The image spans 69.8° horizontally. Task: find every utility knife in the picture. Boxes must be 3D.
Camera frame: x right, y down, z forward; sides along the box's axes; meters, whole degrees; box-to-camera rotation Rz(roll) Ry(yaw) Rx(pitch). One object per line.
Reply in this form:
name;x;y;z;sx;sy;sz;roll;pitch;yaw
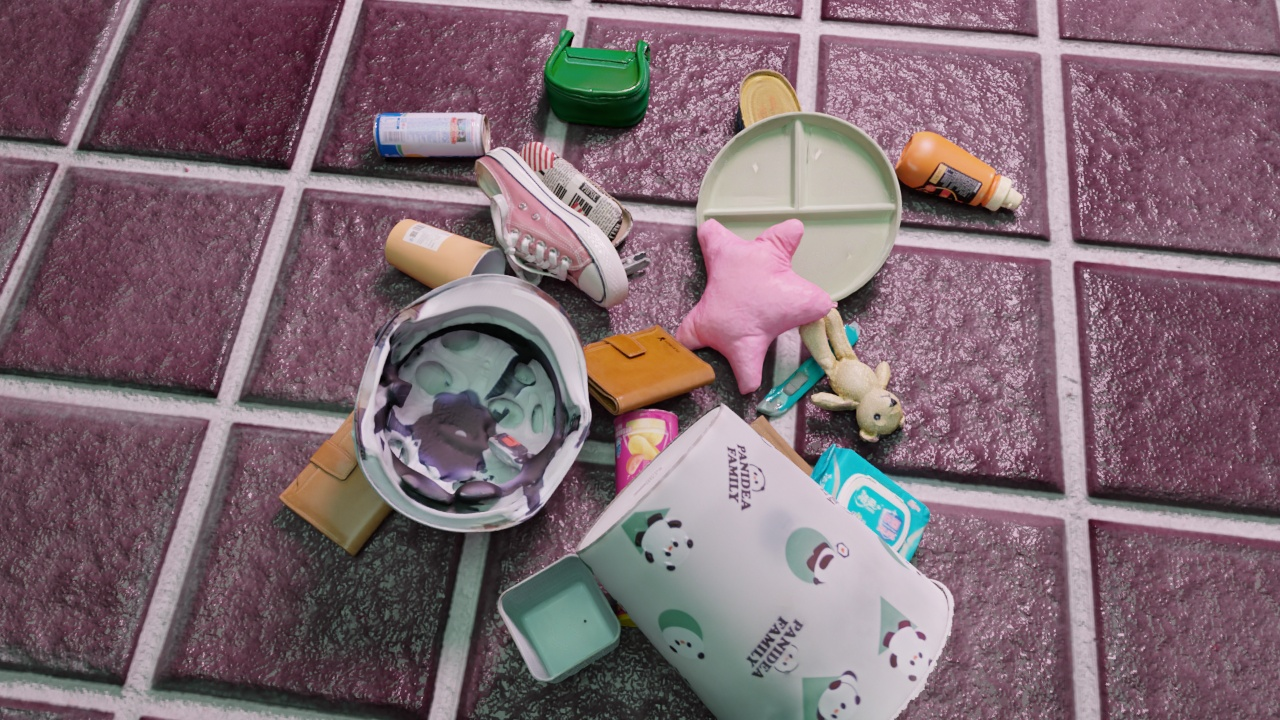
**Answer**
utility knife;0.190;0.009;1.021;0.157;0.013;0.029;-42;80;-15

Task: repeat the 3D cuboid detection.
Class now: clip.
clip;-0.017;-0.110;1.071;0.058;0.026;0.038;-23;61;-8

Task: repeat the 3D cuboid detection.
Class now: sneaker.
sneaker;-0.116;-0.139;1.037;0.087;0.118;0.241;-38;77;-27

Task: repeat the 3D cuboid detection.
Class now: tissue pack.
tissue pack;0.217;0.154;0.917;0.133;0.050;0.093;35;69;-12

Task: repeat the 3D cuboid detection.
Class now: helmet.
helmet;-0.175;0.052;0.933;0.229;0.146;0.258;23;65;-16

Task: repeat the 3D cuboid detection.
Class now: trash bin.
trash bin;0.096;0.188;0.797;0.252;0.230;0.229;46;74;0

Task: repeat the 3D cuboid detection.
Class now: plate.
plate;0.180;-0.170;1.053;0.230;0.027;0.230;-1;86;13

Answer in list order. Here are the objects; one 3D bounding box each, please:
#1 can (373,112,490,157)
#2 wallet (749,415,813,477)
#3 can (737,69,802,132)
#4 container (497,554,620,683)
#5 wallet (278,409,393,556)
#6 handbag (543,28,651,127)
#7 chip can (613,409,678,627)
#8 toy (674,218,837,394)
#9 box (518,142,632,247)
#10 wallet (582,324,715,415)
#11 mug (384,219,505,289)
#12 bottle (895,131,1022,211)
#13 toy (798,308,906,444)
can;-0.256;-0.278;1.132;0.134;0.053;0.053;0;67;2
wallet;0.134;0.124;0.966;0.090;0.033;0.115;-36;67;-12
can;0.160;-0.283;1.125;0.074;0.049;0.148;-11;67;-3
container;-0.073;0.251;0.873;0.090;0.112;0.090;-28;70;-11
wallet;-0.302;0.126;0.977;0.108;0.031;0.131;33;70;13
handbag;-0.053;-0.359;1.153;0.131;0.068;0.120;5;66;3
chip can;0.009;0.158;0.932;0.071;0.071;0.210;-1;67;1
toy;0.124;-0.060;0.997;0.179;0.074;0.194;9;87;30
box;-0.086;-0.194;1.078;0.163;0.082;0.075;43;89;15
wallet;-0.006;0.006;0.986;0.130;0.035;0.119;-17;46;-34
mug;-0.227;-0.114;1.053;0.123;0.078;0.078;24;70;15
bottle;0.381;-0.217;1.089;0.149;0.067;0.066;25;70;3
toy;0.229;0.013;0.990;0.105;0.066;0.157;-23;75;-27
